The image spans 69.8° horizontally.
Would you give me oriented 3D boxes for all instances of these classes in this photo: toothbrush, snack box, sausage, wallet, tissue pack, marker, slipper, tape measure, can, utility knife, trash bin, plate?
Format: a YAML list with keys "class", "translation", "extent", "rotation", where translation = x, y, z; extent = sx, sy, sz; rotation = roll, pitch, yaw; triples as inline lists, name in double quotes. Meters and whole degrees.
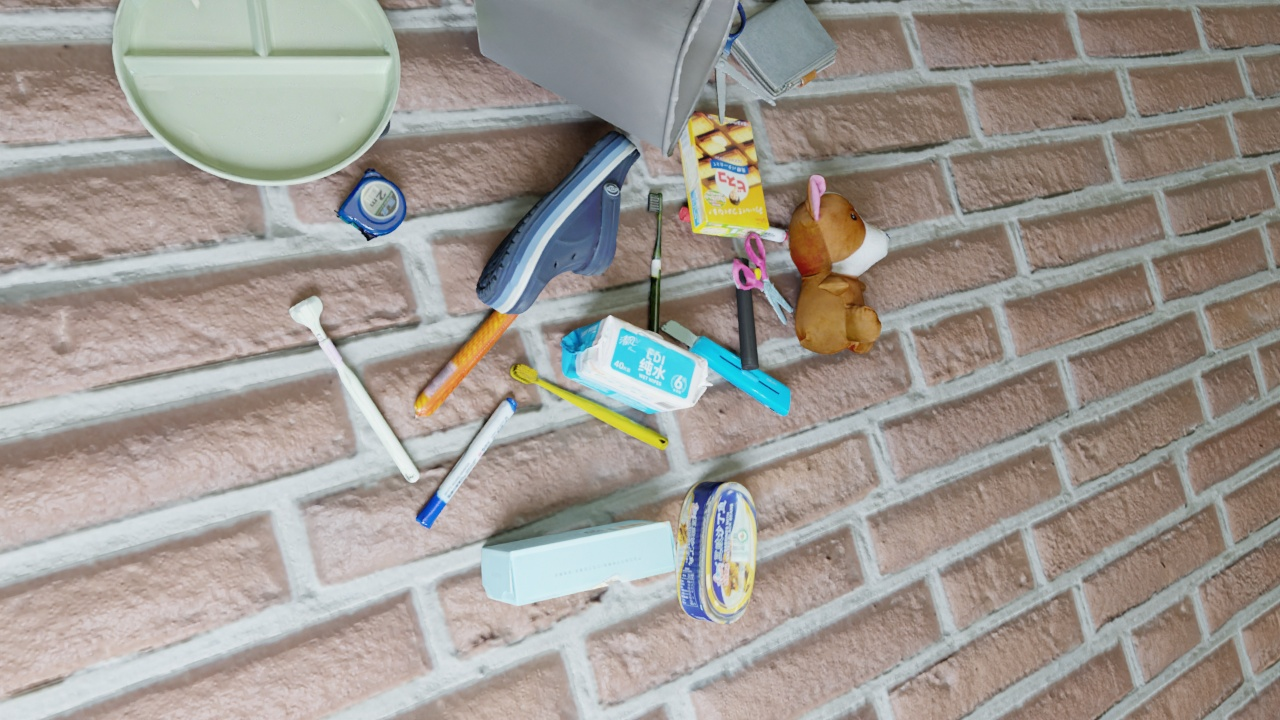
- class: "toothbrush"
  translation: [0.014, -0.094, 0.997]
  extent: [0.017, 0.012, 0.185]
  rotation: [6, 80, -23]
- class: "snack box"
  translation: [0.092, -0.209, 1.036]
  extent: [0.086, 0.034, 0.140]
  rotation: [2, 74, -30]
- class: "sausage"
  translation: [-0.162, -0.006, 0.877]
  extent: [0.021, 0.021, 0.164]
  rotation: [46, 64, -16]
- class: "wallet"
  translation: [0.173, -0.380, 1.118]
  extent: [0.129, 0.037, 0.106]
  rotation: [-38, 91, -28]
- class: "tissue pack"
  translation: [-0.005, 0.005, 0.926]
  extent: [0.140, 0.090, 0.063]
  rotation: [24, 72, -24]
- class: "snack box"
  translation: [-0.058, 0.190, 0.877]
  extent: [0.174, 0.074, 0.051]
  rotation: [-4, 84, -30]
- class: "marker"
  translation: [0.119, -0.053, 1.035]
  extent: [0.020, 0.022, 0.132]
  rotation: [-4, 73, 5]
- class: "marker"
  translation: [-0.162, 0.094, 0.865]
  extent: [0.017, 0.017, 0.145]
  rotation: [42, 65, -18]
- class: "slipper"
  translation: [-0.067, -0.125, 0.902]
  extent: [0.095, 0.105, 0.252]
  rotation: [39, 55, -9]
- class: "marker"
  translation: [0.109, -0.156, 1.058]
  extent: [0.145, 0.017, 0.017]
  rotation: [7, 79, -29]
- class: "tape measure"
  translation: [-0.246, -0.141, 0.847]
  extent: [0.054, 0.025, 0.058]
  rotation: [38, 70, -22]
- class: "can"
  translation: [0.081, 0.201, 0.970]
  extent: [0.074, 0.049, 0.148]
  rotation: [11, 77, -28]
- class: "utility knife"
  translation: [0.098, 0.005, 1.028]
  extent: [0.185, 0.018, 0.034]
  rotation: [32, 69, -21]
- class: "trash bin"
  translation: [-0.027, -0.347, 0.880]
  extent: [0.220, 0.199, 0.198]
  rotation: [24, 69, 4]
- class: "toothbrush"
  translation: [-0.048, 0.048, 0.937]
  extent: [0.190, 0.017, 0.015]
  rotation: [28, 70, -23]
- class: "toothbrush"
  translation: [-0.251, 0.029, 0.823]
  extent: [0.029, 0.020, 0.189]
  rotation: [-30, 100, 1]
- class: "plate"
  translation: [-0.328, -0.261, 0.800]
  extent: [0.230, 0.027, 0.230]
  rotation: [2, 83, -19]

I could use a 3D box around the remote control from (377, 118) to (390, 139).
- class: "remote control"
  translation: [-0.273, -0.266, 0.851]
  extent: [0.053, 0.024, 0.136]
  rotation: [-20, 91, -26]

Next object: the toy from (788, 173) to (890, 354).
- class: "toy"
  translation: [0.229, -0.109, 1.063]
  extent: [0.130, 0.140, 0.199]
  rotation: [-14, 80, 6]

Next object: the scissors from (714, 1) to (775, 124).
- class: "scissors"
  translation: [0.087, -0.351, 1.053]
  extent: [0.176, 0.012, 0.162]
  rotation: [26, 70, -7]

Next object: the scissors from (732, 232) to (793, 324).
- class: "scissors"
  translation: [0.147, -0.094, 1.051]
  extent: [0.137, 0.017, 0.076]
  rotation: [34, 67, -45]
